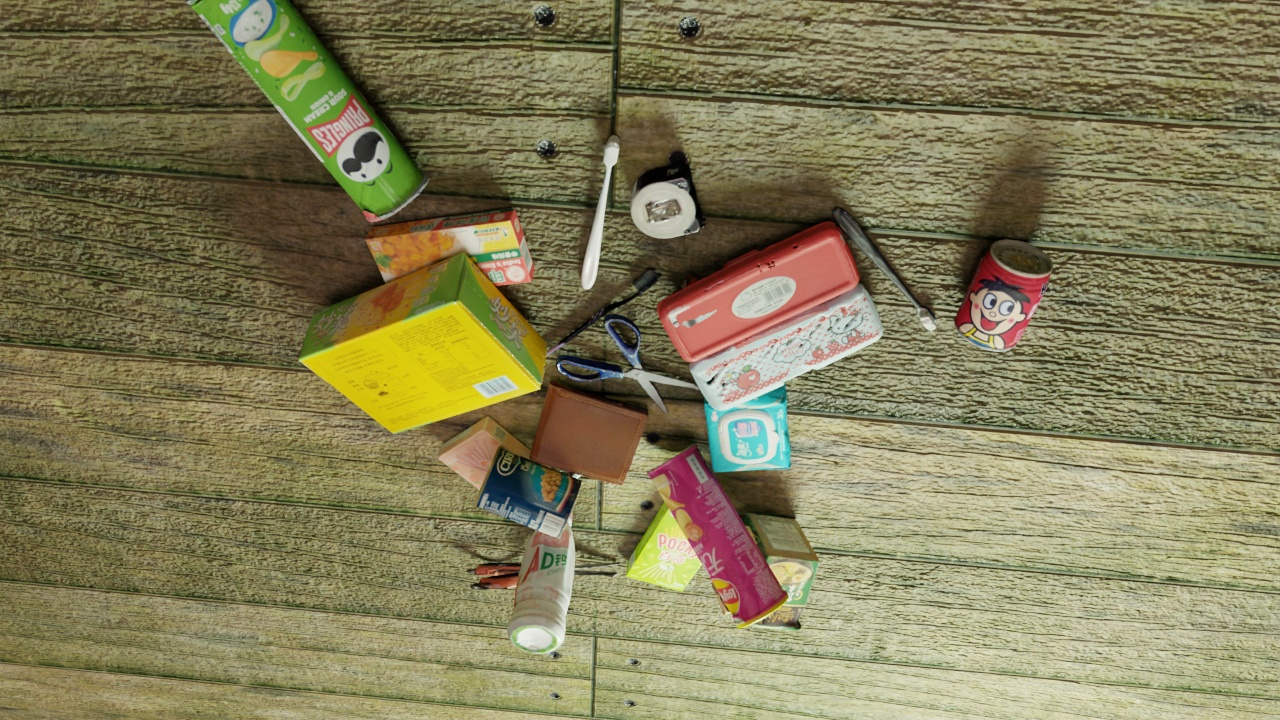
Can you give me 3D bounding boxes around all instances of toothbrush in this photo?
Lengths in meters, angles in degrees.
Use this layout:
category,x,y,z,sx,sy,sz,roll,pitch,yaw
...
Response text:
category,x,y,z,sx,sy,sz,roll,pitch,yaw
toothbrush,-0.041,-0.142,0.910,0.016,0.016,0.180,12,133,-2
toothbrush,-0.051,-0.046,0.992,0.189,0.014,0.017,-33,113,29
toothbrush,0.248,-0.090,0.925,0.016,0.018,0.181,-31,120,31

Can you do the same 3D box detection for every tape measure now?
category,x,y,z,sx,sy,sz,roll,pitch,yaw
tape measure,0.023,-0.151,0.883,0.066,0.033,0.066,-12,127,14

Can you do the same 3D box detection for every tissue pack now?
category,x,y,z,sx,sy,sz,roll,pitch,yaw
tissue pack,0.124,0.077,1.056,0.093,0.050,0.134,-5,130,9

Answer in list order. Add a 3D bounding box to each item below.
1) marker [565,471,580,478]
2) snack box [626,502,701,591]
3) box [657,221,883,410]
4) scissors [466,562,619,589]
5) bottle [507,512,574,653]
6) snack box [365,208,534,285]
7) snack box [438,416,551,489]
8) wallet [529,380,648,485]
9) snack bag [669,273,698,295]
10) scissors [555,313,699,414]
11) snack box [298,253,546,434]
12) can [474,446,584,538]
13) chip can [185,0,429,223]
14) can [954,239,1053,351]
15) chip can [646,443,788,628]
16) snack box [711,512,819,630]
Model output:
category,x,y,z,sx,sy,sz,roll,pitch,yaw
marker,-0.081,0.139,1.128,0.145,0.017,0.017,-41,117,16
snack box,0.047,0.247,1.224,0.085,0.026,0.157,19,129,-11
box,0.135,-0.038,0.940,0.201,0.039,0.158,-25,116,12
scissors,-0.137,0.285,1.237,0.225,0.015,0.189,0,176,-35
bottle,-0.115,0.263,1.141,0.068,0.196,0.068,3,130,4
snack box,-0.194,-0.109,0.942,0.156,0.027,0.077,-6,131,11
snack box,-0.168,0.140,1.154,0.085,0.026,0.157,-31,121,27
wallet,-0.060,0.085,1.079,0.124,0.032,0.101,16,111,-7
snack bag,0.078,-0.047,0.969,0.104,0.026,0.048,31,125,-20
scissors,-0.014,0.008,1.029,0.174,0.012,0.163,-1,136,5
snack box,-0.229,-0.012,0.979,0.210,0.069,0.158,-17,137,23
can,-0.131,0.158,1.088,0.111,0.075,0.075,23,129,-5
chip can,-0.289,-0.235,0.816,0.072,0.072,0.236,-21,125,22
can,0.357,-0.064,0.902,0.066,0.066,0.094,9,130,-2
chip can,0.090,0.205,1.084,0.072,0.071,0.210,-35,82,30
snack box,0.163,0.262,1.168,0.117,0.118,0.106,12,120,-24
